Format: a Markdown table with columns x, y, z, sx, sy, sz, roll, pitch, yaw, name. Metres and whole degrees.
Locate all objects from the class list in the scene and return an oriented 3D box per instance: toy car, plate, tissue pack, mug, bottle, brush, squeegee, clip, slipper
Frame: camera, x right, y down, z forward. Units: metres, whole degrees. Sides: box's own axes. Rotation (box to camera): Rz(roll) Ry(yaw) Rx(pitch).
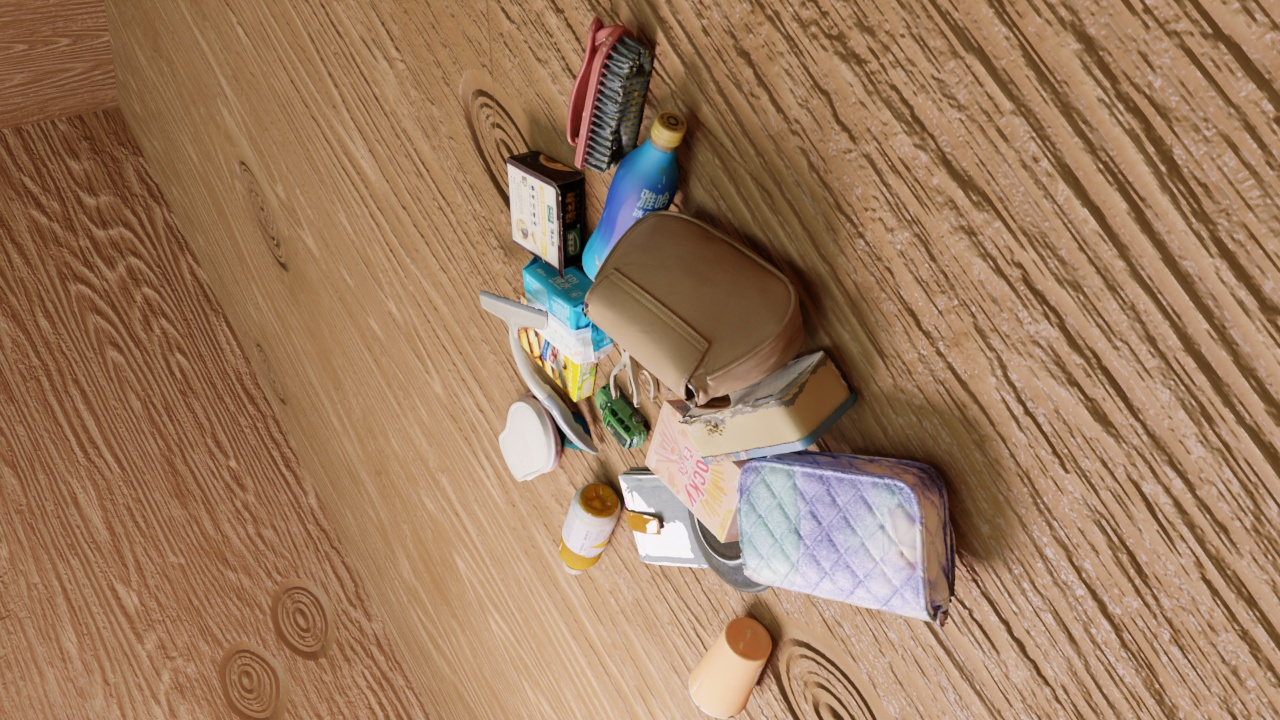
| x | y | z | sx | sy | sz | roll | pitch | yaw | name |
| --- | --- | --- | --- | --- | --- | --- | --- | --- | --- |
| -0.027 | 0.070 | 1.146 | 0.091 | 0.036 | 0.043 | 52 | 147 | 26 | toy car |
| 0.099 | 0.157 | 0.974 | 0.180 | 0.024 | 0.179 | 1 | 91 | 57 | plate |
| -0.087 | -0.066 | 1.113 | 0.140 | 0.063 | 0.090 | 38 | 143 | 39 | tissue pack |
| 0.112 | 0.368 | 1.109 | 0.078 | 0.078 | 0.123 | 46 | 139 | 28 | mug |
| -0.077 | 0.246 | 1.304 | 0.068 | 0.067 | 0.190 | 50 | 145 | 24 | bottle |
| -0.004 | -0.159 | 0.927 | 0.065 | 0.065 | 0.219 | 54 | 147 | 18 | bottle |
| -0.035 | -0.262 | 0.906 | 0.069 | 0.063 | 0.146 | 36 | 138 | 19 | brush |
| -0.123 | 0.033 | 1.186 | 0.247 | 0.039 | 0.247 | 20 | 142 | 60 | squeegee |
| -0.002 | 0.010 | 1.072 | 0.092 | 0.034 | 0.103 | 43 | 135 | 37 | clip |
| -0.156 | 0.115 | 1.343 | 0.114 | 0.054 | 0.275 | 62 | 157 | 10 | slipper |

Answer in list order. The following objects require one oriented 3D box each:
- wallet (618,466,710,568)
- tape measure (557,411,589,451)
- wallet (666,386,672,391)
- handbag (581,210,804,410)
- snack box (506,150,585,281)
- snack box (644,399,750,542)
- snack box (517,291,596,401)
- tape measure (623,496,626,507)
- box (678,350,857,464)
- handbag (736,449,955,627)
| x | y | z | sx | sy | sz | roll | pitch | yaw | name |
| --- | --- | --- | --- | --- | --- | --- | --- | --- | --- |
| 0.031 | 0.190 | 1.103 | 0.107 | 0.036 | 0.130 | -3 | 112 | 23 | wallet |
| -0.094 | 0.099 | 1.271 | 0.058 | 0.025 | 0.054 | 8 | 118 | 53 | tape measure |
| 0.050 | -0.018 | 0.989 | 0.096 | 0.020 | 0.122 | 13 | 123 | 52 | wallet |
| 0.049 | -0.045 | 0.856 | 0.204 | 0.147 | 0.100 | 41 | 166 | 36 | handbag |
| -0.108 | -0.172 | 1.082 | 0.126 | 0.053 | 0.113 | 34 | 136 | 39 | snack box |
| 0.064 | 0.114 | 0.980 | 0.157 | 0.026 | 0.085 | 42 | 123 | 48 | snack box |
| -0.111 | -0.022 | 1.208 | 0.140 | 0.033 | 0.087 | 43 | 142 | 28 | snack box |
| 0.008 | 0.186 | 1.169 | 0.057 | 0.039 | 0.058 | 65 | 153 | 1 | tape measure |
| 0.119 | 0.046 | 0.861 | 0.059 | 0.089 | 0.185 | 57 | 151 | -10 | box |
| 0.183 | 0.152 | 0.825 | 0.194 | 0.075 | 0.134 | 3 | 100 | 44 | handbag |
